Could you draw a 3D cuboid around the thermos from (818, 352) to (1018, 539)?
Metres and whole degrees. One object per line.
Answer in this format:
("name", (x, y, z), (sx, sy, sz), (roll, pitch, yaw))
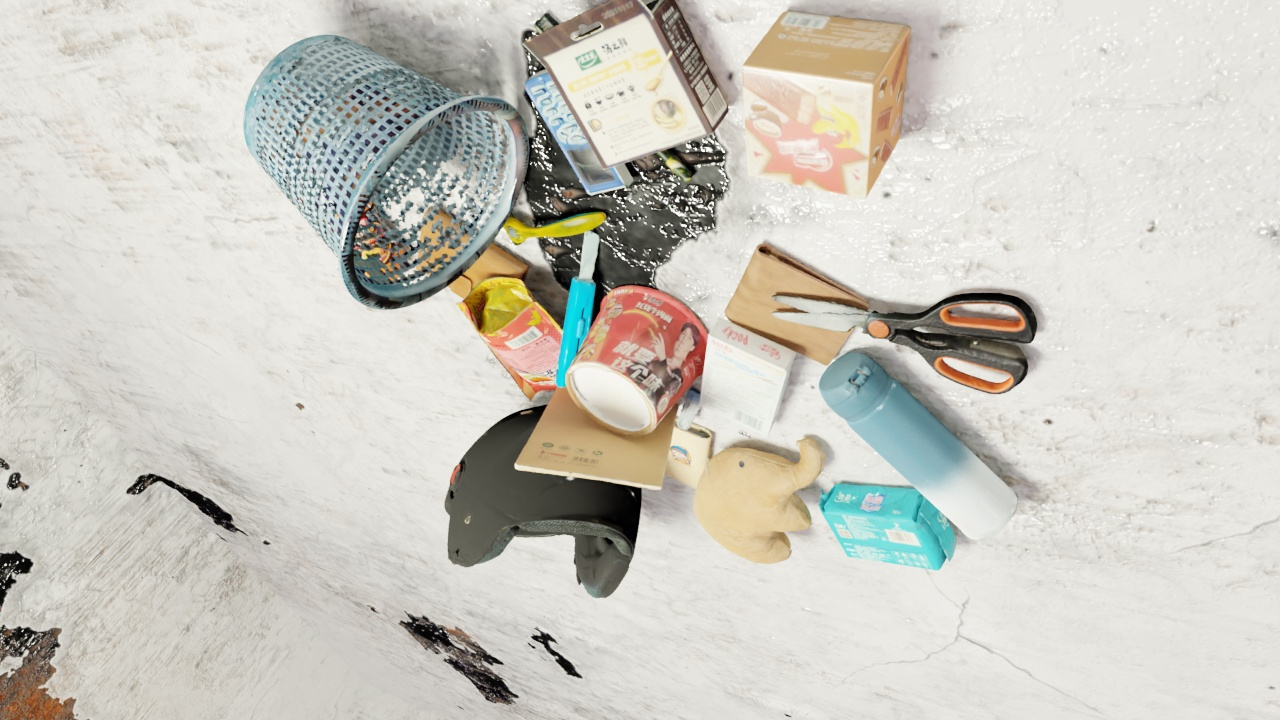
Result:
("thermos", (0.263, 0.079, 0.878), (0.220, 0.070, 0.070), (42, 145, -10))

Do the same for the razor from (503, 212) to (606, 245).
("razor", (-0.090, -0.138, 0.938), (0.133, 0.028, 0.043), (1, 131, 37))

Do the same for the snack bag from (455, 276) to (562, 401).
("snack bag", (-0.121, -0.009, 1.072), (0.129, 0.073, 0.208), (-1, 149, 25))

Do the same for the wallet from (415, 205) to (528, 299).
("wallet", (-0.197, -0.108, 1.060), (0.132, 0.031, 0.108), (33, 144, 2))

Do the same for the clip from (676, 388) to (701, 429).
("clip", (0.058, 0.055, 1.057), (0.024, 0.026, 0.056), (28, 137, 2))

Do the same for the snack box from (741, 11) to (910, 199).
("snack box", (0.131, -0.181, 0.652), (0.093, 0.076, 0.094), (17, 143, 23))

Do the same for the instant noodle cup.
("instant noodle cup", (-0.006, 0.006, 0.969), (0.138, 0.108, 0.138), (22, 144, 17))

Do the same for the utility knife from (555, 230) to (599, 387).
("utility knife", (-0.066, -0.053, 0.987), (0.018, 0.034, 0.204), (-121, 32, -43))

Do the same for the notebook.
("notebook", (-0.039, 0.079, 0.989), (0.148, 0.207, 0.008), (8, 111, 4))

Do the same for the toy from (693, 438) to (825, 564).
("toy", (0.135, 0.155, 1.070), (0.143, 0.082, 0.227), (25, 142, 7))

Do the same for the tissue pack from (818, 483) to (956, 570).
("tissue pack", (0.268, 0.180, 1.008), (0.134, 0.050, 0.093), (-1, 135, 41))

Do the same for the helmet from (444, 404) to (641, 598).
("helmet", (-0.120, 0.169, 1.165), (0.233, 0.230, 0.275), (27, 161, -36))

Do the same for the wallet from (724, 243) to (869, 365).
("wallet", (0.144, -0.049, 0.858), (0.115, 0.020, 0.101), (28, 145, 4))

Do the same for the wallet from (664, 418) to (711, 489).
("wallet", (0.044, 0.112, 1.135), (0.087, 0.024, 0.115), (23, 146, 18))

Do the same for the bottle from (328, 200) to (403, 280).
("bottle", (-0.333, -0.160, 1.086), (0.067, 0.066, 0.150), (7, 131, 34))

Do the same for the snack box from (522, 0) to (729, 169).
("snack box", (-0.010, -0.225, 0.728), (0.113, 0.053, 0.126), (-9, 125, 37))

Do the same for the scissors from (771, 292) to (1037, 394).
("scissors", (0.224, -0.041, 0.793), (0.234, 0.021, 0.161), (29, 139, 7))

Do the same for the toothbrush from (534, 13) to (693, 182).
("toothbrush", (-0.019, -0.223, 0.785), (0.186, 0.012, 0.017), (44, 134, -14))

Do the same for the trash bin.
("trash bin", (-0.251, -0.194, 0.862), (0.195, 0.226, 0.227), (39, 148, 16))

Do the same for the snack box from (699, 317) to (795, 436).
("snack box", (0.107, 0.021, 0.947), (0.085, 0.026, 0.157), (26, 154, 13))

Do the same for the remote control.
("remote control", (-0.054, -0.205, 0.824), (0.049, 0.024, 0.125), (-1, 131, 41))
